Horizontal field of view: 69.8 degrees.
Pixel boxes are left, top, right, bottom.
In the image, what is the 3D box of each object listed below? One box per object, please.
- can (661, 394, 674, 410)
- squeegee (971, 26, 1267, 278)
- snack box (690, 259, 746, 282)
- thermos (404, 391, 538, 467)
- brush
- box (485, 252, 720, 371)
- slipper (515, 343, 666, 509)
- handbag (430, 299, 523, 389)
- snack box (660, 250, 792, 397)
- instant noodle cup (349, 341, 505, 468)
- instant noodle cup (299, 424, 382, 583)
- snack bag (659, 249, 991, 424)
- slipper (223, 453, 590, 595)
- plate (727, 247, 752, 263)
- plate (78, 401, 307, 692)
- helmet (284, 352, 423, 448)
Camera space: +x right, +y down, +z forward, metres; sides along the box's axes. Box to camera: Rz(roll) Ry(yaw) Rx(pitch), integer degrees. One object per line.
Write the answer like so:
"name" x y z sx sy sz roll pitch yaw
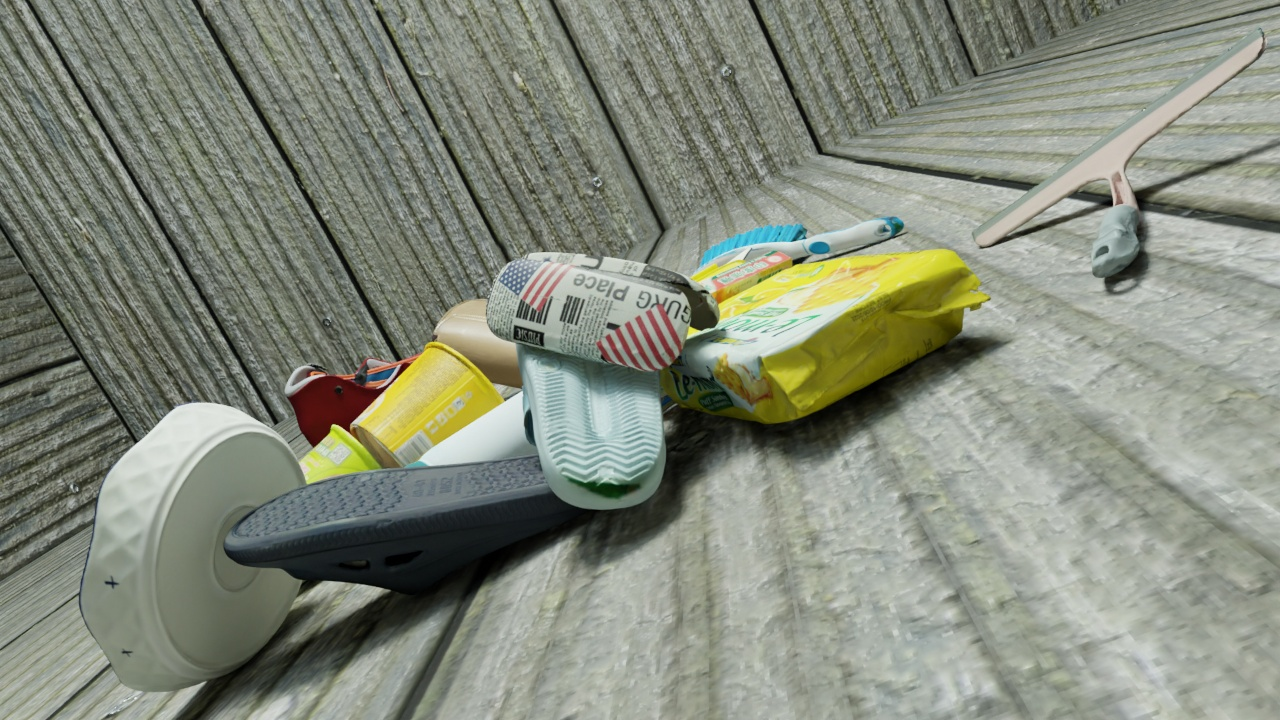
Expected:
"can" -0.005 0.005 0.808 0.101 0.083 0.057 -33 12 -30
"squeegee" 0.329 -0.104 0.635 0.248 0.040 0.248 -39 6 38
"snack box" 0.070 -0.045 0.886 0.091 0.082 0.080 -30 1 -20
"thermos" -0.120 0.077 0.803 0.223 0.073 0.073 -34 12 -31
"brush" 0.190 -0.140 1.139 0.315 0.060 0.109 -16 20 37
"box" -0.031 -0.032 0.649 0.162 0.076 0.086 15 62 28
"slipper" -0.033 0.037 0.644 0.104 0.074 0.245 -2 26 -8
"handbag" -0.158 -0.015 1.157 0.205 0.100 0.147 11 22 24
"snack box" 0.064 -0.032 0.779 0.155 0.077 0.027 -25 35 -25
"instant noodle cup" -0.197 0.069 0.870 0.109 0.138 0.138 -42 16 -27
"instant noodle cup" -0.296 0.140 0.842 0.123 0.112 0.112 -40 15 -26
"snack bag" 0.112 -0.014 0.649 0.157 0.068 0.247 -29 10 -15
"slipper" -0.151 0.124 0.640 0.268 0.083 0.110 -9 11 -4
"plate" 0.058 -0.061 1.062 0.165 0.034 0.163 -31 9 39
"plate" -0.308 0.135 0.668 0.046 0.205 0.204 3 19 14
"helmet" -0.342 0.063 1.230 0.239 0.144 0.207 -13 9 -30
